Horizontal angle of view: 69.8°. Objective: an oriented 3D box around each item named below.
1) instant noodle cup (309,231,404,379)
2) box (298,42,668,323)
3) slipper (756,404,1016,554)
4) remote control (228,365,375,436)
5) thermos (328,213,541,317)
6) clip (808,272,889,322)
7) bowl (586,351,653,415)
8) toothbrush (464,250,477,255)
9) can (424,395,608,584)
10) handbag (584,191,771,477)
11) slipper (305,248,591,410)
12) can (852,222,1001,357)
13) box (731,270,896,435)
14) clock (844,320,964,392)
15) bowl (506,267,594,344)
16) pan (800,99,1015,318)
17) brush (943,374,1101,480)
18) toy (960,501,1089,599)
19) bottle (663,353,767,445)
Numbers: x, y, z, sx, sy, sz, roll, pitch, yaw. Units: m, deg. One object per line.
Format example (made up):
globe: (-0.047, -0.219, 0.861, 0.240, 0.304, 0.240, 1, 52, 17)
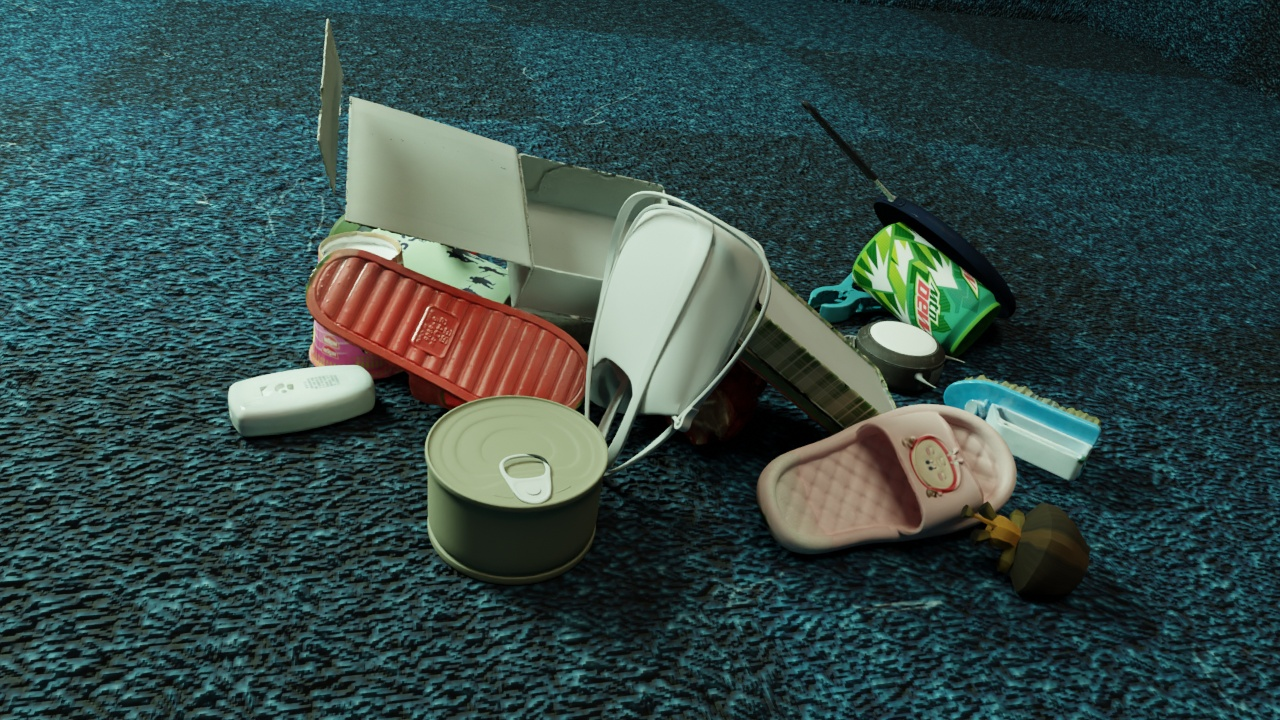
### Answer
instant noodle cup: (-0.250, -0.053, 0.823, 0.097, 0.109, 0.097, 6, 31, -4)
box: (-0.126, -0.139, 0.825, 0.368, 0.099, 0.165, 13, 45, -28)
slipper: (0.194, 0.091, 0.718, 0.221, 0.056, 0.106, -11, 70, -16)
remote control: (-0.278, 0.031, 0.757, 0.114, 0.028, 0.060, -12, 37, -29)
thermos: (-0.209, -0.082, 0.914, 0.231, 0.082, 0.082, 24, 35, 23)
clip: (0.232, -0.076, 1.057, 0.119, 0.027, 0.102, -19, 38, -38)
bowl: (-0.005, 0.005, 0.855, 0.106, 0.039, 0.106, 6, 32, -4)
toothbrush: (-0.192, -0.129, 0.943, 0.012, 0.018, 0.212, 25, 0, 2)
can: (-0.091, 0.091, 0.663, 0.128, 0.073, 0.127, 6, 32, -4)
handbag: (0.005, -0.009, 0.713, 0.095, 0.223, 0.216, 21, 6, -23)
slipper: (-0.162, -0.012, 0.782, 0.248, 0.059, 0.103, 23, 68, -16)
can: (0.309, -0.077, 0.996, 0.082, 0.083, 0.144, -24, 59, -41)
box: (0.143, 0.000, 0.788, 0.205, 0.051, 0.117, 35, 27, -28)
clock: (0.259, -0.010, 0.939, 0.123, 0.044, 0.091, 29, 37, 29)
bowl: (-0.059, -0.094, 0.965, 0.178, 0.081, 0.178, 5, 32, -3)
pan: (0.291, -0.165, 1.009, 0.356, 0.021, 0.198, 39, 6, -26)
brush: (0.341, 0.058, 0.838, 0.136, 0.055, 0.075, 27, 31, 28)
toy: (0.288, 0.137, 0.695, 0.100, 0.063, 0.076, 25, 69, 0)
bottle: (0.067, 0.017, 0.795, 0.099, 0.099, 0.111, 22, 26, 21)
